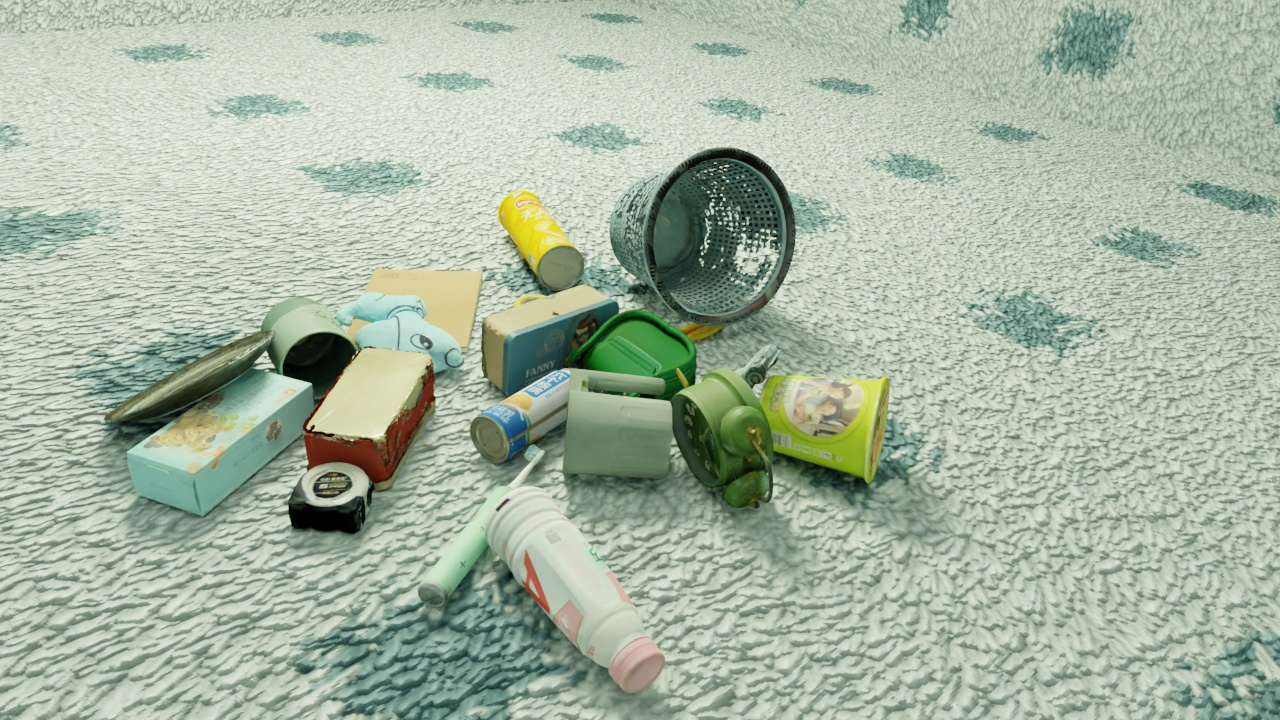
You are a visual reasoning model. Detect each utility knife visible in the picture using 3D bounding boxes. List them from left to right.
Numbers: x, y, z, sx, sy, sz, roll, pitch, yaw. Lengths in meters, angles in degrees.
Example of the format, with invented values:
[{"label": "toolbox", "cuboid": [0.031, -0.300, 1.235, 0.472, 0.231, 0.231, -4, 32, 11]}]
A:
[{"label": "utility knife", "cuboid": [0.038, -0.022, 1.161, 0.033, 0.015, 0.214, 27, 37, 34]}]

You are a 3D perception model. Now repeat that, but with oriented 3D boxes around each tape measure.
[{"label": "tape measure", "cuboid": [-0.278, 0.124, 0.833, 0.066, 0.034, 0.065, 8, 32, -1]}, {"label": "tape measure", "cuboid": [-0.135, -0.061, 1.184, 0.057, 0.029, 0.059, 26, 36, 29]}]

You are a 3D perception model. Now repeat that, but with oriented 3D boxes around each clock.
[{"label": "clock", "cuboid": [0.085, 0.078, 0.902, 0.056, 0.116, 0.161, -21, 35, -20]}]

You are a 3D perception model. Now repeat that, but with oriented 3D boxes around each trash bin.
[{"label": "trash bin", "cuboid": [0.064, -0.171, 1.243, 0.226, 0.227, 0.195, -9, 15, -25]}]

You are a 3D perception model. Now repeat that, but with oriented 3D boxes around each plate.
[{"label": "plate", "cuboid": [-0.450, 0.021, 0.930, 0.179, 0.024, 0.179, -24, 18, 8]}]

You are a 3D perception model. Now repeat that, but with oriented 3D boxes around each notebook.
[{"label": "notebook", "cuboid": [-0.289, -0.070, 1.188, 0.149, 0.012, 0.211, 2, 30, -5]}]

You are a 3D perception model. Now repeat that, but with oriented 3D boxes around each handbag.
[{"label": "handbag", "cuboid": [-0.006, 0.006, 1.046, 0.120, 0.068, 0.131, -28, 48, -36]}]

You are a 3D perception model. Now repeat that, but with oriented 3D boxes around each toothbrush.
[{"label": "toothbrush", "cuboid": [-0.135, 0.141, 0.835, 0.027, 0.027, 0.223, 41, 33, -3]}]

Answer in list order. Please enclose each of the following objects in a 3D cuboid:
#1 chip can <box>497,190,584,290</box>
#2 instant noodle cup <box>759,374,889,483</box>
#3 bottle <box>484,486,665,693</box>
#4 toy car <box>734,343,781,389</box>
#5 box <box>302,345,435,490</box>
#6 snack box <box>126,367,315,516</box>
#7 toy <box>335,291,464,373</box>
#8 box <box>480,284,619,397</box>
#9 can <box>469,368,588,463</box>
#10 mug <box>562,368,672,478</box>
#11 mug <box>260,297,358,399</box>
[{"label": "chip can", "cuboid": [-0.148, -0.178, 1.343, 0.072, 0.072, 0.213, -7, 34, -22]}, {"label": "instant noodle cup", "cuboid": [0.189, 0.062, 0.964, 0.123, 0.112, 0.111, 10, 29, 21]}, {"label": "bottle", "cuboid": [-0.054, 0.183, 0.742, 0.068, 0.068, 0.197, -16, 40, -33]}, {"label": "toy car", "cuboid": [0.108, 0.027, 0.992, 0.037, 0.121, 0.054, 40, 37, 4]}, {"label": "box", "cuboid": [-0.267, 0.047, 0.924, 0.091, 0.077, 0.168, 7, 30, 3]}, {"label": "snack box", "cuboid": [-0.395, 0.072, 0.881, 0.074, 0.052, 0.174, 13, 31, 14]}, {"label": "toy", "cuboid": [-0.280, -0.028, 1.069, 0.161, 0.050, 0.156, 9, 40, -5]}, {"label": "box", "cuboid": [-0.109, -0.024, 1.066, 0.061, 0.090, 0.183, 30, 40, 33]}, {"label": "can", "cuboid": [-0.113, 0.055, 0.961, 0.053, 0.053, 0.134, 24, 34, 27]}, {"label": "mug", "cuboid": [-0.024, 0.060, 0.928, 0.103, 0.084, 0.123, 5, 48, -4]}, {"label": "mug", "cuboid": [-0.356, -0.012, 1.016, 0.111, 0.082, 0.106, 25, 9, -42]}]
